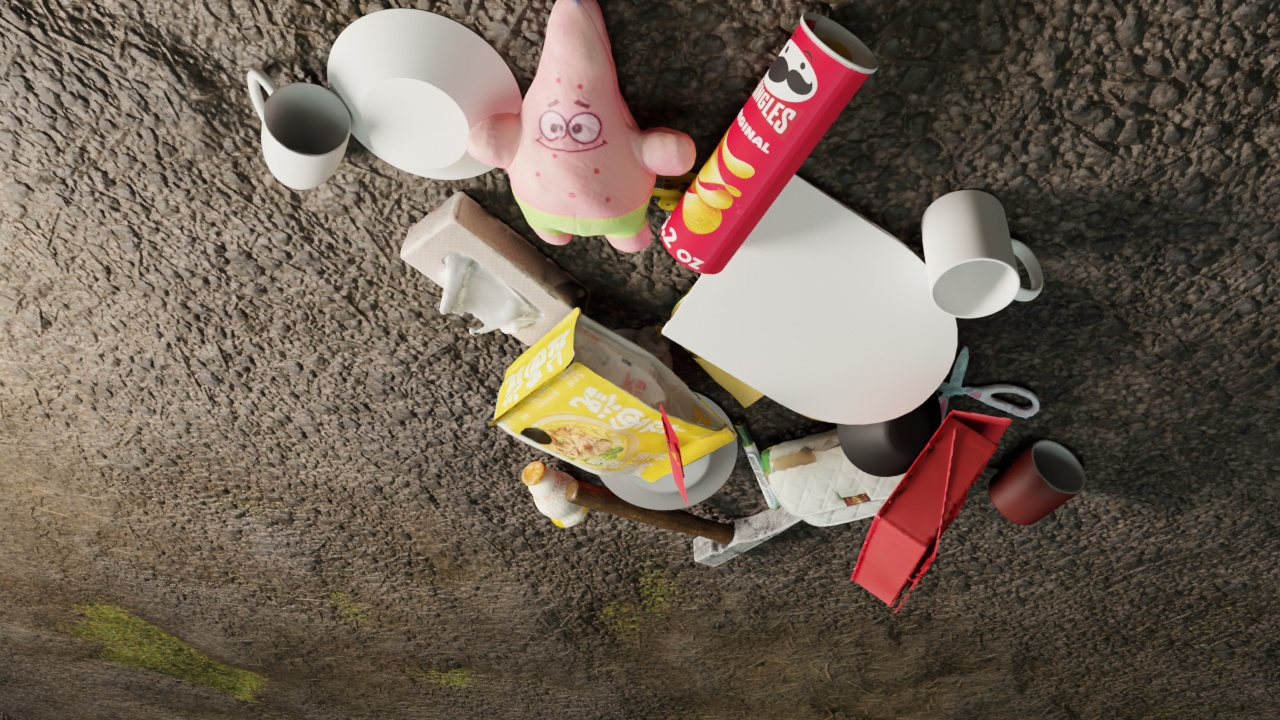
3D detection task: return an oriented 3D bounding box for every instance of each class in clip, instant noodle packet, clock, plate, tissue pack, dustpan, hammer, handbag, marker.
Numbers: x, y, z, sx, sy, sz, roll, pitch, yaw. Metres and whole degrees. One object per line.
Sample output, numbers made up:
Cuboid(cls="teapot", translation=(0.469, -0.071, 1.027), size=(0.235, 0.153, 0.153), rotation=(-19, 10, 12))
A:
Cuboid(cls="clip", translation=(0.029, -0.157, 0.848), size=(0.054, 0.046, 0.048), rotation=(8, 107, -1))
Cuboid(cls="instant noodle packet", translation=(-0.027, 0.061, 0.992), size=(0.221, 0.084, 0.163), rotation=(31, 137, -21))
Cuboid(cls="clock", translation=(-0.006, 0.006, 1.017), size=(0.104, 0.056, 0.148), rotation=(28, 134, -12))
Cuboid(cls="plate", translation=(0.029, 0.112, 1.121), size=(0.178, 0.012, 0.179), rotation=(0, 117, 1))
Cuboid(cls="tissue pack", translation=(-0.150, -0.079, 0.939), size=(0.104, 0.071, 0.181), rotation=(-27, 133, 34))
Cuboid(cls="dustpan", translation=(0.181, -0.047, 0.896), size=(0.257, 0.053, 0.192), rotation=(30, 110, -11))
Cuboid(cls="hammer", translation=(0.054, 0.193, 1.213), size=(0.300, 0.037, 0.218), rotation=(21, 140, -29))
Cuboid(cls="handbag", translation=(0.259, 0.136, 1.109), size=(0.195, 0.072, 0.139), rotation=(-21, 126, 34))
Cuboid(cls="marker", translation=(0.147, 0.131, 1.147), size=(0.017, 0.017, 0.146), rotation=(-13, 121, 23))
Cuboid(cls="plate", translation=(-0.191, -0.216, 0.801), size=(0.174, 0.036, 0.174), rotation=(5, 140, 4))

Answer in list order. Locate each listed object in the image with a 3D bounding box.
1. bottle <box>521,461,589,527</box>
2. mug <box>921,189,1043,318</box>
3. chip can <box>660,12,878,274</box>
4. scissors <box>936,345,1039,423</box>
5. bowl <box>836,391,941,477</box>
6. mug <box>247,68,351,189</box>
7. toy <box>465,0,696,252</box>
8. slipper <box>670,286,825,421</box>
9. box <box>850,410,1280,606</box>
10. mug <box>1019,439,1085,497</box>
Cuboid(cls="bottle", translation=(-0.116, 0.178, 1.238), size=(0.063, 0.063, 0.108), rotation=(-16, 135, 26))
Cuboid(cls="mug", translation=(0.311, -0.091, 0.825), size=(0.110, 0.090, 0.074), rotation=(16, 140, -10))
Cuboid(cls="chip can", translation=(0.098, -0.170, 0.757), size=(0.069, 0.069, 0.221), rotation=(23, 130, -17))
Cuboid(cls="scissors", translation=(0.368, 0.042, 1.036), size=(0.175, 0.013, 0.171), rotation=(5, 138, 8))
Cuboid(cls="bowl", translation=(0.279, 0.071, 0.985), size=(0.124, 0.124, 0.052), rotation=(19, -177, -13))
Cuboid(cls="mug", translation=(-0.313, -0.206, 0.819), size=(0.107, 0.071, 0.090), rotation=(49, 150, -3))
Cuboid(cls="toy", translation=(-0.049, -0.188, 0.771), size=(0.192, 0.096, 0.237), rotation=(2, 130, 2))
Cuboid(cls="slipper", translation=(0.138, 0.011, 0.988), size=(0.263, 0.078, 0.100), rotation=(28, 136, -27))
Cuboid(cls="box", translation=(0.395, 0.157, 0.898), size=(0.375, 0.147, 0.213), rotation=(2, 151, 6))
Cuboid(cls="mug", translation=(0.486, 0.145, 1.104), size=(0.105, 0.073, 0.083), rotation=(-8, 148, -28))
